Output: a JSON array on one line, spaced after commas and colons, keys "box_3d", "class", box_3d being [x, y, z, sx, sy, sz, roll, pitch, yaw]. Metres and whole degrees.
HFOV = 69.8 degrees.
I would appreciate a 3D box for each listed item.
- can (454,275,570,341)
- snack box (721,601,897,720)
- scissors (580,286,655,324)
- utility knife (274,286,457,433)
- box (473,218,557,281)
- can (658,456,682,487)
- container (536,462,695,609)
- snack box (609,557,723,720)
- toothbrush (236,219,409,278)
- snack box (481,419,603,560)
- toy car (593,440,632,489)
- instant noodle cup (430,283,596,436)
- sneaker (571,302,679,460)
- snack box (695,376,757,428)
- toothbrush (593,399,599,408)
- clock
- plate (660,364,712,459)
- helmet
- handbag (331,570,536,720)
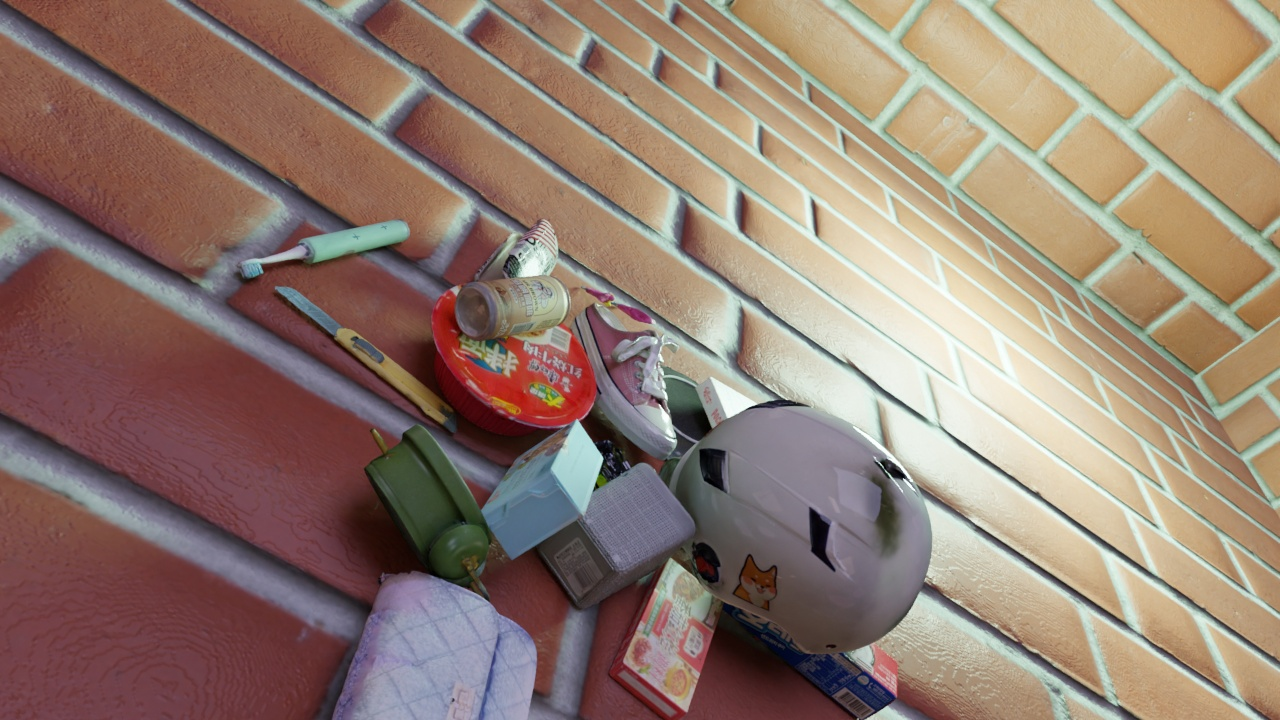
[{"box_3d": [-0.129, -0.055, 0.931, 0.116, 0.059, 0.058, -14, 62, -53], "class": "can"}, {"box_3d": [0.177, 0.289, 0.969, 0.207, 0.057, 0.058, 39, 29, -3], "class": "snack box"}, {"box_3d": [-0.030, -0.071, 1.168, 0.130, 0.017, 0.133, 26, 1, 7], "class": "scissors"}, {"box_3d": [-0.264, -0.002, 0.895, 0.220, 0.022, 0.030, 35, 26, -3], "class": "utility knife"}, {"box_3d": [-0.153, -0.112, 1.117, 0.163, 0.083, 0.075, -71, 146, -57], "class": "box"}, {"box_3d": [0.092, 0.148, 1.046, 0.147, 0.058, 0.057, 15, 40, -35], "class": "can"}, {"box_3d": [-0.026, 0.168, 0.871, 0.090, 0.090, 0.114, 51, 36, 15], "class": "container"}, {"box_3d": [0.029, 0.262, 0.873, 0.075, 0.026, 0.152, 39, 32, -3], "class": "snack box"}, {"box_3d": [-0.324, -0.118, 0.953, 0.223, 0.027, 0.027, -30, 96, -57], "class": "toothbrush"}, {"box_3d": [-0.084, 0.111, 0.827, 0.051, 0.074, 0.174, 57, 8, -6], "class": "snack box"}, {"box_3d": [-0.024, 0.133, 0.966, 0.048, 0.032, 0.105, -16, 67, -54], "class": "toy car"}, {"box_3d": [-0.142, 0.009, 0.958, 0.193, 0.066, 0.193, 27, 36, -22], "class": "instant noodle cup"}, {"box_3d": [-0.006, 0.006, 1.057, 0.118, 0.088, 0.240, 31, 24, -43], "class": "sneaker"}, {"box_3d": [0.135, 0.083, 1.168, 0.156, 0.027, 0.084, 28, 33, -45], "class": "snack box"}, {"box_3d": [-0.099, 0.006, 1.044, 0.221, 0.027, 0.026, 41, 9, -2], "class": "toothbrush"}, {"box_3d": [-0.165, 0.129, 0.746, 0.056, 0.116, 0.161, -32, 77, -20], "class": "clock"}, {"box_3d": [0.057, 0.067, 1.139, 0.179, 0.024, 0.179, 27, 35, -22], "class": "plate"}, {"box_3d": [0.164, 0.140, 0.896, 0.274, 0.157, 0.229, 42, 59, 18], "class": "helmet"}, {"box_3d": [-0.148, 0.253, 0.649, 0.134, 0.076, 0.193, 29, 33, -18], "class": "handbag"}]
